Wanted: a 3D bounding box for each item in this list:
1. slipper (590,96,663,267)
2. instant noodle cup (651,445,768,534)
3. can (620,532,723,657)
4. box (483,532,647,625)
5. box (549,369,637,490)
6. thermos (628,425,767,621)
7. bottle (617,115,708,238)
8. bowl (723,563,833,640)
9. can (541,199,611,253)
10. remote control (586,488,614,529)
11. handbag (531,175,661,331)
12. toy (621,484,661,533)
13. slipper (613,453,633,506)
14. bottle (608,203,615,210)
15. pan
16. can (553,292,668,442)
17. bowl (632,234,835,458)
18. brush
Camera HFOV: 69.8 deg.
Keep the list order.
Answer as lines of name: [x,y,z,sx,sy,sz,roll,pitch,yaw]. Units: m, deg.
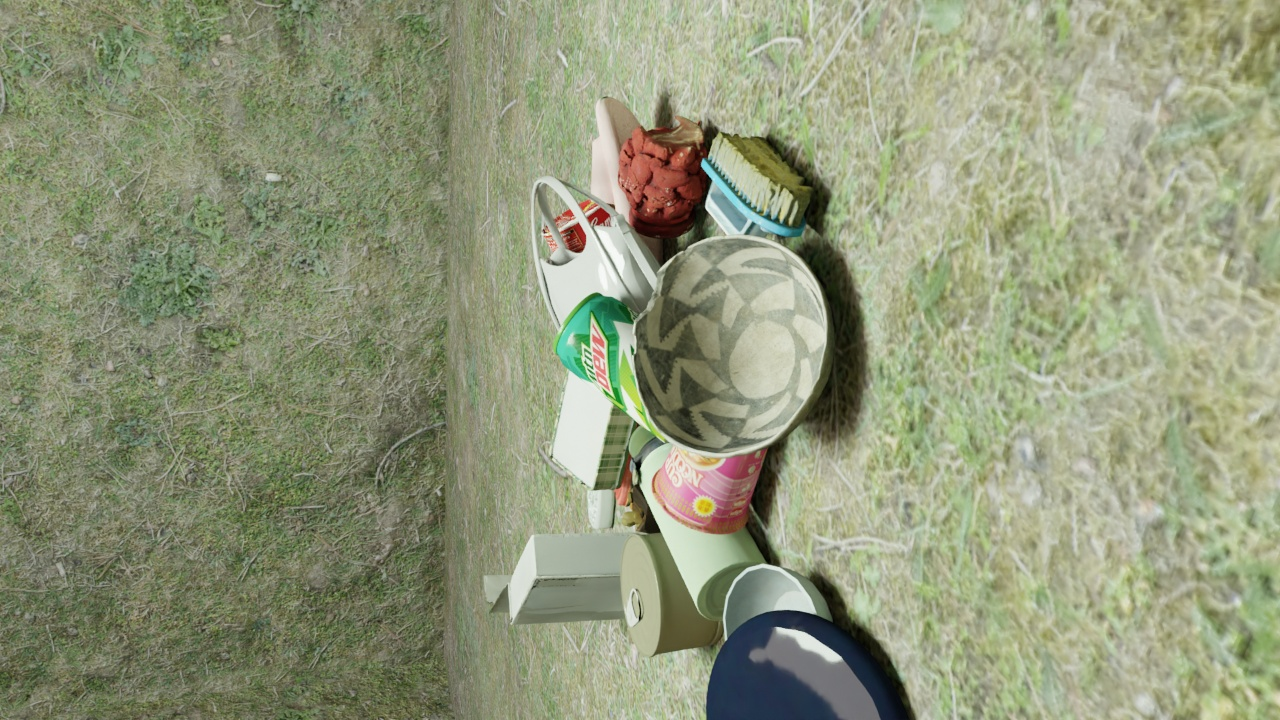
slipper: [-0.015,-0.182,1.028,0.106,0.056,0.221,-23,-75,-63]
instant noodle cup: [0.071,0.084,0.828,0.097,0.097,0.109,-116,38,-50]
can: [0.033,0.246,0.980,0.128,0.073,0.128,177,90,-71]
box: [-0.099,0.310,1.230,0.370,0.165,0.098,123,145,-57]
box: [-0.050,0.050,1.141,0.118,0.050,0.206,29,110,50]
thermos: [0.047,0.146,0.909,0.231,0.082,0.082,-119,32,-52]
bottle: [0.024,-0.192,0.933,0.099,0.099,0.111,-113,17,-46]
bowl: [0.119,0.219,0.752,0.106,0.039,0.106,-4,85,50]
can: [-0.051,-0.122,1.082,0.116,0.086,0.086,60,170,-21]
remote control: [-0.057,0.183,1.299,0.060,0.028,0.114,-142,53,-65]
handbag: [-0.040,-0.099,0.968,0.216,0.095,0.222,-17,103,57]
toy: [0.005,0.174,1.077,0.100,0.062,0.076,-140,30,-72]
slipper: [-0.056,0.087,1.240,0.104,0.059,0.248,105,156,-42]
bottle: [-0.040,-0.154,1.157,0.166,0.059,0.059,106,153,-46]
pan: [0.125,0.371,0.693,0.199,0.021,0.356,-8,84,48]
can: [-0.005,0.005,0.869,0.144,0.082,0.083,37,141,13]
bowl: [0.085,-0.007,0.744,0.179,0.081,0.178,-7,78,37]
brush: [0.097,-0.132,0.767,0.135,0.055,0.075,-118,36,-51]
